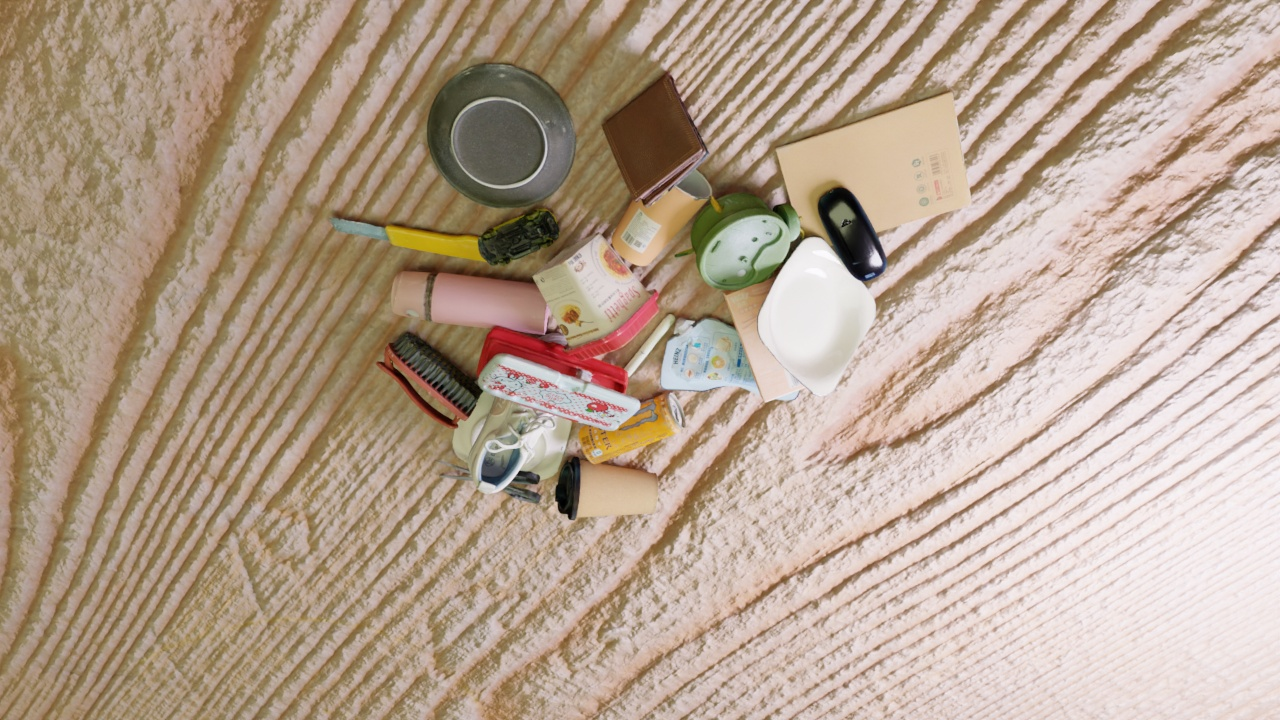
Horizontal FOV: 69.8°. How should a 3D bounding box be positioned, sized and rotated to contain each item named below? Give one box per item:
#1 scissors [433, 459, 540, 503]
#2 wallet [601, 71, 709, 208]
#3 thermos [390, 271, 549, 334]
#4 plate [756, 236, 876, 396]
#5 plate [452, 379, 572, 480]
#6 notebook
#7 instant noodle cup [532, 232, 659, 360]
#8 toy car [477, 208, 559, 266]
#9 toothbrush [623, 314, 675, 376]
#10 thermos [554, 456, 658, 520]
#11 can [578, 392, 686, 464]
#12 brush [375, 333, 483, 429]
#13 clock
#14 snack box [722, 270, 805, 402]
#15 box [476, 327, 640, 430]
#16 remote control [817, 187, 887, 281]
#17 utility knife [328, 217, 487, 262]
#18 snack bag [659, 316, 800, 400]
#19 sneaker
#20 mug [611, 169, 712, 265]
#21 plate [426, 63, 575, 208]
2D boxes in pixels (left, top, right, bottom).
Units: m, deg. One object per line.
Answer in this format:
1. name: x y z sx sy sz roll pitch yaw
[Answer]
1. scissors: -0.219 0.177 1.361 0.182 0.014 0.159 -6 146 32
2. wallet: 0.017 -0.250 1.037 0.101 0.124 0.032 -34 154 27
3. thermos: -0.218 -0.071 1.192 0.198 0.067 0.087 5 153 -2
4. plate: 0.215 -0.056 1.155 0.163 0.034 0.164 42 72 -27
5. plate: -0.187 0.110 1.325 0.164 0.034 0.164 14 123 -6
6. notebook: 0.281 -0.221 1.101 0.208 0.008 0.148 -16 122 13
7. instant noodle cup: -0.059 -0.081 1.142 0.117 0.116 0.124 -17 112 46
8. toy car: -0.153 -0.156 1.145 0.105 0.032 0.048 -22 120 9
9. toothbrush: -0.007 0.007 1.259 0.020 0.029 0.190 48 119 20
10. thermos: -0.050 0.190 1.345 0.143 0.093 0.093 5 124 -11
11. can: -0.012 0.096 1.294 0.146 0.058 0.058 -23 120 16
12. brush: -0.289 0.028 1.249 0.146 0.063 0.069 41 102 -9
13. clock: 0.130 -0.144 1.110 0.161 0.056 0.116 6 134 -31
14. snack box: 0.173 -0.031 1.192 0.084 0.026 0.157 -20 106 5
15. box: -0.099 0.023 1.159 0.201 0.095 0.101 19 166 -21
16. remote control: 0.263 -0.150 1.129 0.053 0.024 0.136 -26 119 18
17. utility knife: -0.281 -0.156 1.161 0.223 0.015 0.033 10 124 -7
18. snack bag: 0.127 0.000 1.236 0.191 0.038 0.110 8 124 -2
19. sneaker: -0.160 0.073 1.233 0.089 0.090 0.242 28 101 -16
20. mug: 0.020 -0.176 1.104 0.078 0.078 0.123 28 124 -16
21. plate: -0.166 -0.258 1.085 0.179 0.024 0.180 1 123 2
